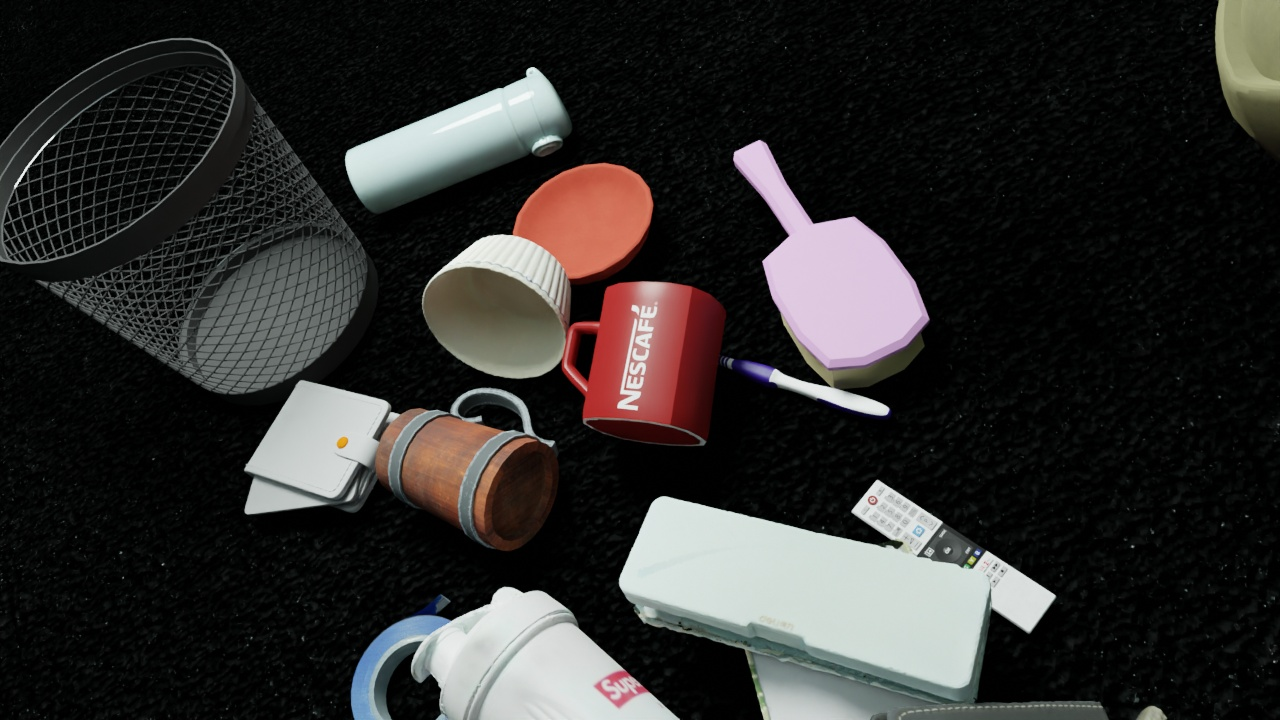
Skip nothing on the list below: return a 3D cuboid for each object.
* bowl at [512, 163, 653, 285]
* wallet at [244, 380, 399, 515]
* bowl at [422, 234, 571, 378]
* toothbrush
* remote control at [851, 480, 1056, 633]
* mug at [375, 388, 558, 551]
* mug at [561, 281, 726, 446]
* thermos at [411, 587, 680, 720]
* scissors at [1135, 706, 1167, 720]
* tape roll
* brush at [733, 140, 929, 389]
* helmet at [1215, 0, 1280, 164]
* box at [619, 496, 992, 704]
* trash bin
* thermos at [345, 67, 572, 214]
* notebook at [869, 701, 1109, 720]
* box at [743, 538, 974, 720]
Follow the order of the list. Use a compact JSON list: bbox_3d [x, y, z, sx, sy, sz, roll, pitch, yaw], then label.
[{"bbox_3d":[-0.044,-0.108,0.771,0.122,0.035,0.121,-9,57,14],"label":"bowl"},{"bbox_3d":[-0.256,0.079,0.727,0.118,0.037,0.115,11,63,28],"label":"wallet"},{"bbox_3d":[-0.104,-0.048,0.714,0.115,0.115,0.062,1,45,19],"label":"bowl"},{"bbox_3d":[0.091,0.011,0.662,0.187,0.016,0.015,19,69,27],"label":"toothbrush"},{"bbox_3d":[0.189,0.118,0.562,0.124,0.012,0.028,34,75,33],"label":"remote control"},{"bbox_3d":[-0.117,0.069,0.666,0.111,0.081,0.117,16,47,31],"label":"mug"},{"bbox_3d":[-0.004,0.004,0.650,0.117,0.080,0.096,2,74,27],"label":"mug"},{"bbox_3d":[-0.025,0.220,0.531,0.220,0.099,0.099,32,73,27],"label":"thermos"},{"bbox_3d":[0.230,0.224,0.421,0.198,0.015,0.178,30,38,-3],"label":"scissors"},{"bbox_3d":[-0.147,0.217,0.613,0.091,0.016,0.093,-37,55,-6],"label":"tape roll"},{"bbox_3d":[0.129,-0.079,0.688,0.089,0.043,0.228,-26,54,2],"label":"brush"},{"bbox_3d":[0.454,-0.193,0.504,0.233,0.256,0.249,12,62,21],"label":"helmet"},{"bbox_3d":[0.089,0.128,0.511,0.199,0.067,0.083,8,82,26],"label":"box"},{"bbox_3d":[-0.358,-0.099,0.755,0.218,0.227,0.217,-9,57,14],"label":"trash bin"},{"bbox_3d":[-0.167,-0.202,0.855,0.207,0.065,0.078,-20,78,6],"label":"thermos"},{"bbox_3d":[0.193,0.257,0.403,0.030,0.169,0.208,-51,40,39],"label":"notebook"},{"bbox_3d":[0.130,0.209,0.505,0.118,0.050,0.205,-22,54,8],"label":"box"}]
